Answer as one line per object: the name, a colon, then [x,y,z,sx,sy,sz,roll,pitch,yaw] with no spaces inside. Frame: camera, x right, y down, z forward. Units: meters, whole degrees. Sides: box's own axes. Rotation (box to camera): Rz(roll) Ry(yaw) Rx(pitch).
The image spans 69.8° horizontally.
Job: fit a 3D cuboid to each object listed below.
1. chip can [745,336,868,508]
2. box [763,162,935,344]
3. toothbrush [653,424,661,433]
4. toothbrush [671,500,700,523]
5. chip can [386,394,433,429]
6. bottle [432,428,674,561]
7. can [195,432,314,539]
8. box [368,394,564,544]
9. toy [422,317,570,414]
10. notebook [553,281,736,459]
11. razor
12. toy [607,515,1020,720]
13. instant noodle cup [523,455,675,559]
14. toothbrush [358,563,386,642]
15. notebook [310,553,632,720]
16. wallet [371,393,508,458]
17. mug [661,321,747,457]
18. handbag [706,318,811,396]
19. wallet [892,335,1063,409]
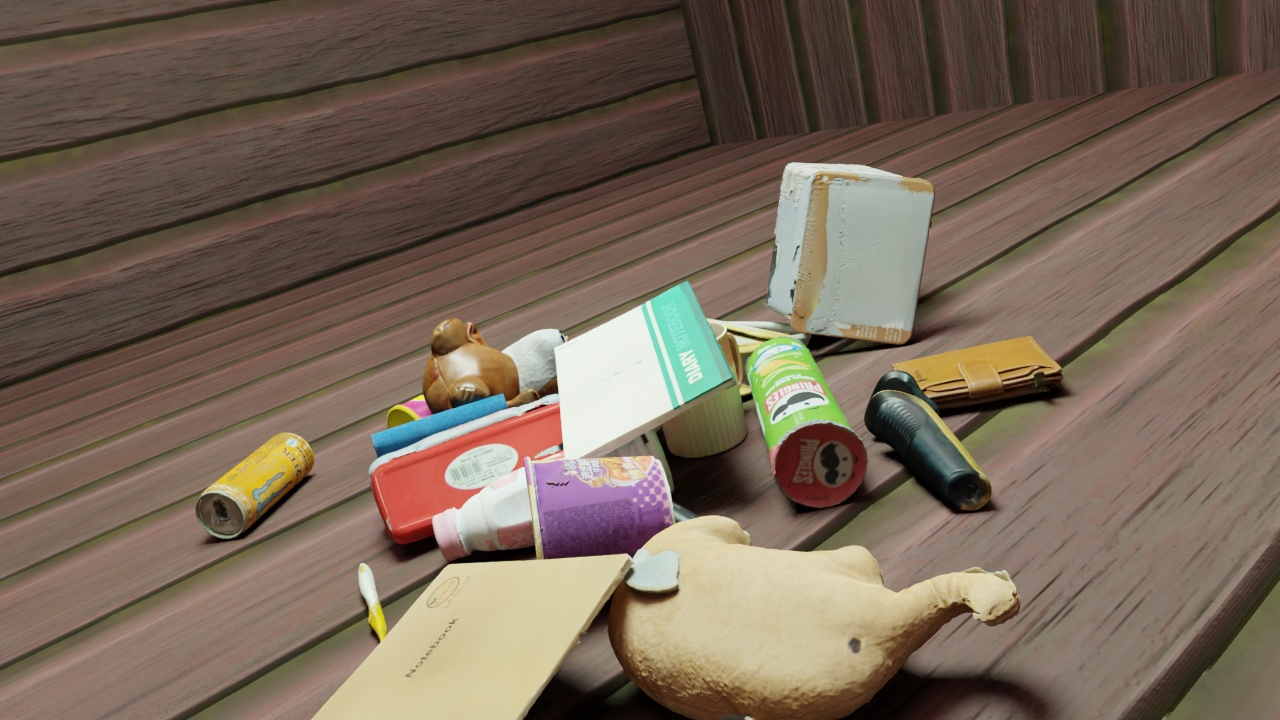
chip can: [0.136,0.044,0.799,0.072,0.072,0.235,-13,17,5]
box: [0.237,-0.119,1.006,0.150,0.182,0.168,-7,23,-30]
toothbrush: [0.000,0.071,0.903,0.026,0.027,0.220,14,26,18]
toothbrush: [0.059,0.136,0.652,0.027,0.026,0.213,-16,17,-25]
chip can: [-0.188,0.043,1.064,0.072,0.071,0.209,1,23,41]
bottle: [-0.073,0.114,0.764,0.197,0.068,0.068,-19,18,-6]
can: [-0.414,0.132,0.994,0.058,0.058,0.145,-10,18,13]
box: [-0.149,0.105,0.867,0.201,0.095,0.100,-20,-18,-18]
toy: [-0.132,0.011,0.990,0.199,0.140,0.131,6,-43,-41]
notebook: [-0.005,0.005,0.805,0.150,0.012,0.209,-28,27,6]
razor: [0.224,0.064,0.714,0.067,0.062,0.167,14,19,-13]
toy: [0.086,0.146,0.507,0.226,0.082,0.143,2,39,35]
instant noodle cup: [-0.029,0.117,0.662,0.099,0.112,0.111,-9,16,-9]
toothbrush: [-0.204,0.197,0.696,0.018,0.016,0.191,-29,21,-14]
notebook: [-0.109,0.176,0.557,0.208,0.008,0.147,-16,26,47]
wallet: [-0.189,0.086,0.905,0.133,0.106,0.040,-17,54,-12]
mug: [0.061,0.021,0.872,0.082,0.106,0.114,0,22,39]
handbag: [0.105,-0.024,1.037,0.178,0.063,0.163,-20,24,-39]
wallet: [0.302,0.016,0.827,0.131,0.035,0.119,-12,12,10]
